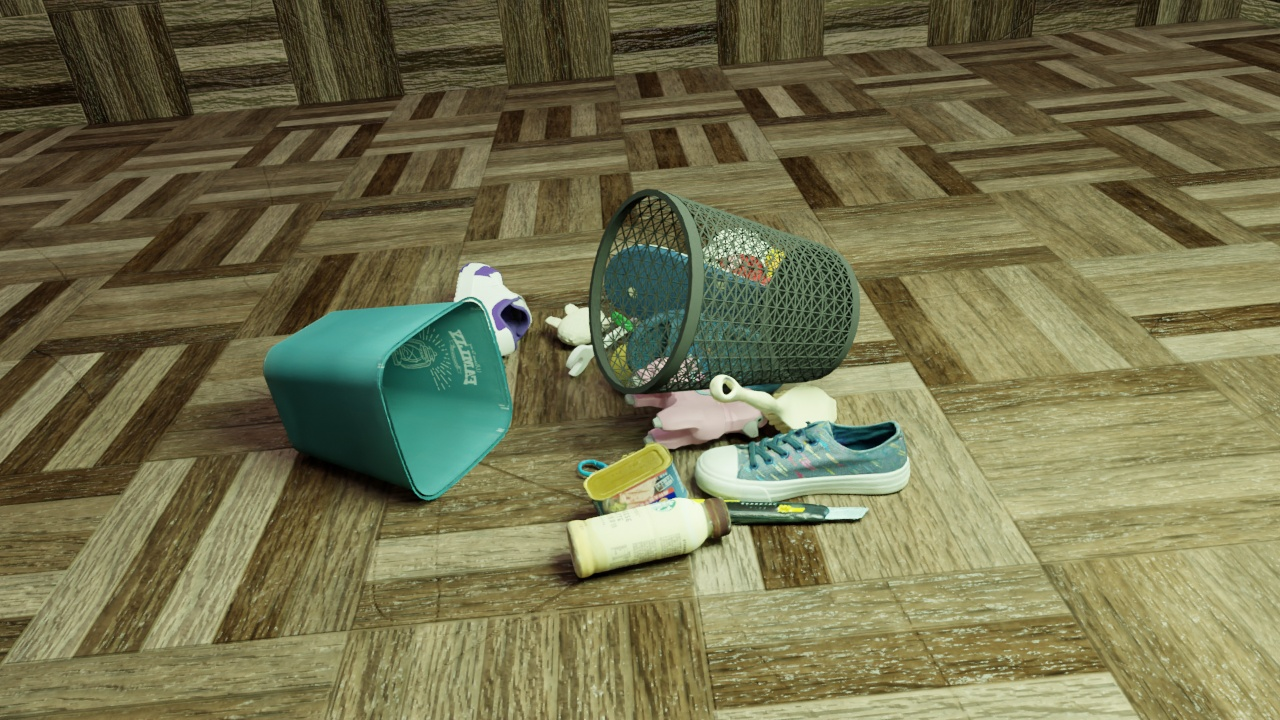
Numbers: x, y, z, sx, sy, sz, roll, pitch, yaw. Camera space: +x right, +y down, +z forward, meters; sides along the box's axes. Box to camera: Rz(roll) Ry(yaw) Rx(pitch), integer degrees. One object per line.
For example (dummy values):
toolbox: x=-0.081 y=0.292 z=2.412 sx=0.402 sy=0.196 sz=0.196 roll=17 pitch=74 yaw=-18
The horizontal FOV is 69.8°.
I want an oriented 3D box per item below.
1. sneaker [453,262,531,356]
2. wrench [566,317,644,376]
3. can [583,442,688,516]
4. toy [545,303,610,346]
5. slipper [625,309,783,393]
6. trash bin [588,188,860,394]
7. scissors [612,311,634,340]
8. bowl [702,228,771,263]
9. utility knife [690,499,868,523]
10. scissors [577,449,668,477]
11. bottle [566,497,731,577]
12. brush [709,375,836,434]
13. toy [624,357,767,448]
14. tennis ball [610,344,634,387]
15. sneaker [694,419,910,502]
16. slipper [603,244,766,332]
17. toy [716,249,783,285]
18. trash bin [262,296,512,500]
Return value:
sneaker: x=-0.217 y=-0.080 z=1.384 sx=0.111 sy=0.092 sz=0.243 roll=-3 pitch=33 yaw=3
wrench: x=-0.022 y=-0.047 z=1.339 sx=0.009 sy=0.047 sz=0.272 roll=31 pitch=40 yaw=20
can: x=-0.005 y=0.136 z=0.970 sx=0.099 sy=0.059 sz=0.054 roll=-26 pitch=34 yaw=-9
toy: x=-0.083 y=-0.051 z=1.346 sx=0.112 sy=0.050 sz=0.087 roll=18 pitch=35 yaw=27
slipper: x=0.089 y=-0.006 z=1.159 sx=0.213 sy=0.104 sz=0.059 roll=8 pitch=18 yaw=-7
trash bin: x=0.099 y=-0.064 z=1.031 sx=0.242 sy=0.217 sz=0.217 roll=4 pitch=22 yaw=-30
scissors: x=0.011 y=-0.034 z=1.286 sx=0.125 sy=0.011 sz=0.131 roll=36 pitch=19 yaw=28
bowl: x=0.157 y=-0.170 z=1.497 sx=0.177 sy=0.071 sz=0.177 roll=-4 pitch=29 yaw=2
utility knife: x=0.138 y=0.160 z=0.969 sx=0.203 sy=0.020 sz=0.028 roll=-1 pitch=31 yaw=6
scissors: x=-0.008 y=0.127 z=1.055 sx=0.127 sy=0.014 sz=0.133 roll=18 pitch=37 yaw=33
bottle: x=0.009 y=0.174 z=0.925 sx=0.162 sy=0.057 sz=0.056 roll=-11 pitch=30 yaw=-11
brush: x=0.139 y=0.046 z=0.997 sx=0.077 sy=0.062 sz=0.272 roll=-19 pitch=-18 yaw=27
toy: x=0.070 y=0.049 z=1.097 sx=0.157 sy=0.067 sz=0.123 roll=-12 pitch=60 yaw=-23
tennis ball: x=-0.007 y=0.007 z=1.214 sx=0.065 sy=0.065 sz=0.065 roll=-4 pitch=29 yaw=2
sneaker: x=0.176 y=0.100 z=1.005 sx=0.235 sy=0.079 sz=0.087 roll=-3 pitch=30 yaw=4
slipper: x=0.079 y=-0.096 z=1.255 sx=0.295 sy=0.118 sz=0.060 roll=18 pitch=37 yaw=30
toy: x=0.162 y=-0.084 z=1.312 sx=0.216 sy=0.099 sz=0.147 roll=26 pitch=75 yaw=44
trash bin: x=-0.309 y=0.034 z=1.106 sx=0.219 sy=0.197 sz=0.198 roll=5 pitch=29 yaw=29
